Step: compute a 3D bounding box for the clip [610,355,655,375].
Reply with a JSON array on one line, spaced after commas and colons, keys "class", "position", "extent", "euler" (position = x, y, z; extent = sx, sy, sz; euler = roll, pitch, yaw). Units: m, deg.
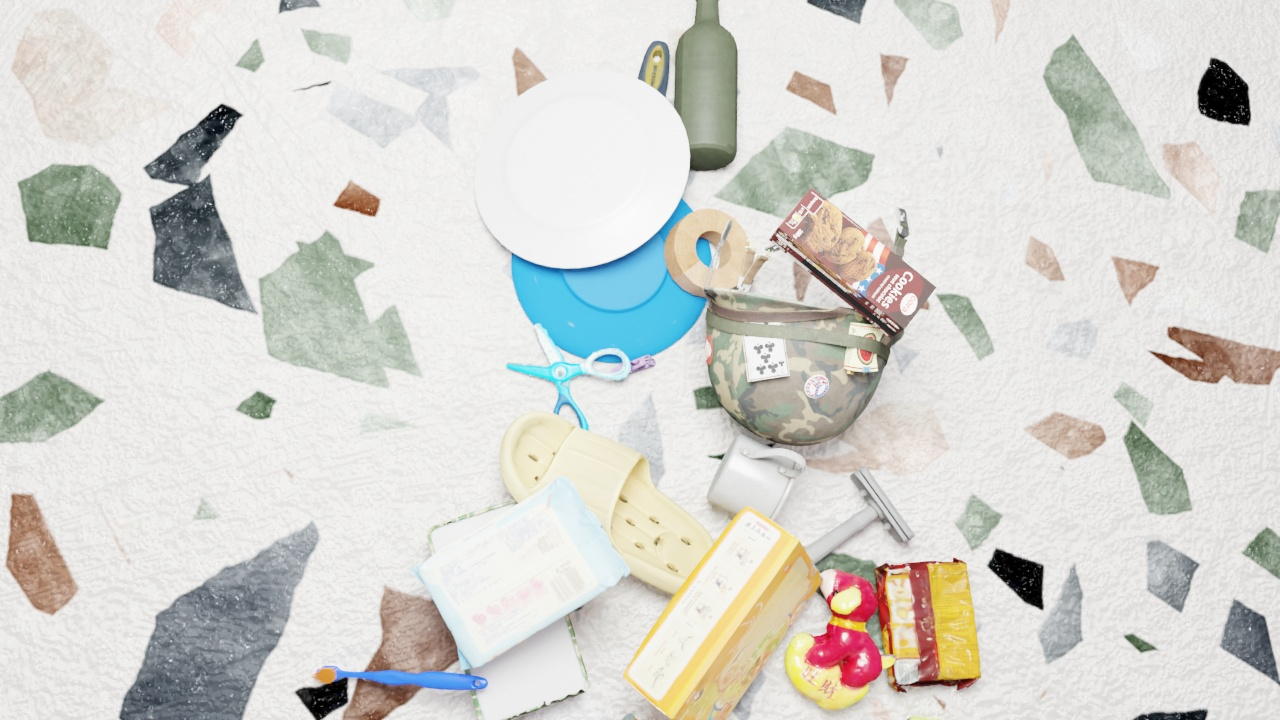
[{"class": "clip", "position": [-0.004, 0.006, 0.996], "extent": [0.050, 0.046, 0.014], "euler": [-28, 76, 34]}]

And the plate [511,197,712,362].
[{"class": "plate", "position": [-0.030, -0.109, 1.011], "extent": [0.224, 0.024, 0.224], "euler": [1, 78, -5]}]

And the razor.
[{"class": "razor", "position": [0.216, 0.180, 0.970], "extent": [0.116, 0.047, 0.088], "euler": [-34, 83, -3]}]

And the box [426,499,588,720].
[{"class": "box", "position": [-0.132, 0.248, 0.918], "extent": [0.117, 0.050, 0.205], "euler": [-18, 81, -11]}]

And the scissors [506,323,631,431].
[{"class": "scissors", "position": [-0.080, 0.026, 0.982], "extent": [0.134, 0.012, 0.134], "euler": [8, 86, 2]}]

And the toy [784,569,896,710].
[{"class": "toy", "position": [0.208, 0.287, 0.935], "extent": [0.105, 0.067, 0.137], "euler": [18, 82, 7]}]

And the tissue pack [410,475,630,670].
[{"class": "tissue pack", "position": [-0.115, 0.198, 0.857], "extent": [0.182, 0.070, 0.112], "euler": [-32, 91, 6]}]

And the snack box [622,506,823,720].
[{"class": "snack box", "position": [0.080, 0.250, 0.884], "extent": [0.081, 0.145, 0.195], "euler": [32, 78, 32]}]

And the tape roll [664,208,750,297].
[{"class": "tape roll", "position": [0.074, -0.118, 1.008], "extent": [0.094, 0.027, 0.094], "euler": [4, 79, -21]}]

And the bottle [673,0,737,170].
[{"class": "bottle", "position": [0.074, -0.323, 1.041], "extent": [0.071, 0.071, 0.206], "euler": [3, 78, -5]}]

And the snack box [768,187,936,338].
[{"class": "snack box", "position": [0.188, -0.087, 0.818], "extent": [0.141, 0.032, 0.051], "euler": [40, 75, 3]}]

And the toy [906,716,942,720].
[{"class": "toy", "position": [0.304, 0.414, 0.926], "extent": [0.115, 0.046, 0.092], "euler": [26, 78, -7]}]

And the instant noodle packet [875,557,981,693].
[{"class": "instant noodle packet", "position": [0.299, 0.276, 0.956], "extent": [0.098, 0.040, 0.135], "euler": [-2, 77, -5]}]

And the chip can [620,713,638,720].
[{"class": "chip can", "position": [0.051, 0.440, 0.881], "extent": [0.215, 0.075, 0.075], "euler": [39, 78, 3]}]

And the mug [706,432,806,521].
[{"class": "mug", "position": [0.120, 0.116, 0.936], "extent": [0.070, 0.113, 0.084], "euler": [26, 51, 3]}]

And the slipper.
[{"class": "slipper", "position": [-0.024, 0.140, 0.917], "extent": [0.261, 0.079, 0.111], "euler": [36, 55, -4]}]

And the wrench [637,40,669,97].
[{"class": "wrench", "position": [0.000, -0.244, 1.030], "extent": [0.073, 0.022, 0.272], "euler": [10, 71, -1]}]

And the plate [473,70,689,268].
[{"class": "plate", "position": [-0.068, -0.215, 0.999], "extent": [0.243, 0.016, 0.242], "euler": [-3, 72, 10]}]

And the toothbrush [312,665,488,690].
[{"class": "toothbrush", "position": [-0.233, 0.307, 0.885], "extent": [0.183, 0.018, 0.016], "euler": [-2, 85, 14]}]

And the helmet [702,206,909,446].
[{"class": "helmet", "position": [0.159, -0.037, 0.923], "extent": [0.224, 0.193, 0.236], "euler": [35, 76, -41]}]
